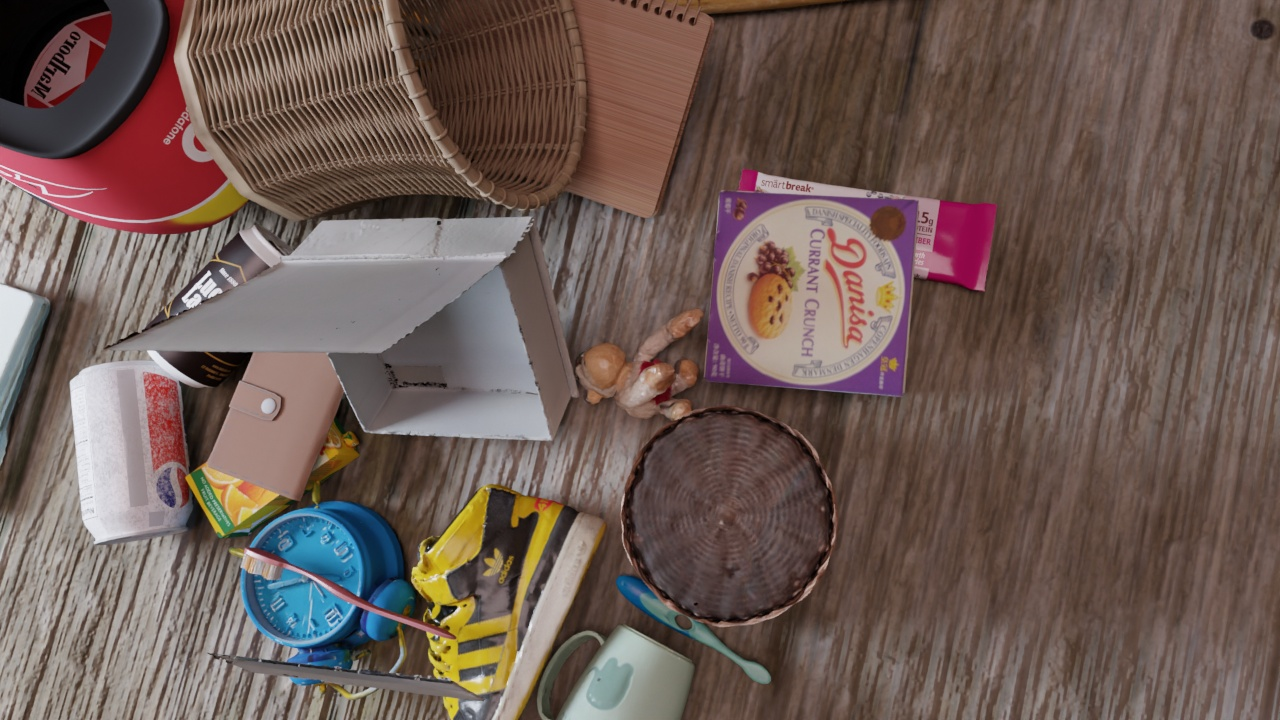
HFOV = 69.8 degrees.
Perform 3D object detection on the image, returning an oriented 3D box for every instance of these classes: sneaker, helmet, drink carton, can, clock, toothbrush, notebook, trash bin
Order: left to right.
[{"bbox_3d":[-0.409,-0.209,0.696,0.271,0.225,0.197,31,85,-2],"label":"helmet"},{"bbox_3d":[-0.405,0.074,0.733,0.078,0.078,0.136,-12,81,6],"label":"can"},{"bbox_3d":[-0.331,-0.043,0.742,0.072,0.072,0.128,44,89,11],"label":"can"},{"bbox_3d":[-0.291,0.083,0.736,0.122,0.041,0.058,-35,79,1],"label":"drink carton"},{"bbox_3d":[-0.235,0.179,0.703,0.117,0.060,0.161,-40,74,0],"label":"clock"},{"bbox_3d":[-0.210,0.168,0.652,0.184,0.015,0.015,15,86,19],"label":"toothbrush"},{"bbox_3d":[-0.126,0.202,0.672,0.122,0.086,0.238,26,82,4],"label":"sneaker"},{"bbox_3d":[-0.062,-0.226,0.725,0.210,0.022,0.169,21,108,10],"label":"notebook"},{"bbox_3d":[0.039,0.201,0.689,0.135,0.017,0.022,31,88,13],"label":"toothbrush"},{"bbox_3d":[0.057,0.105,0.599,0.151,0.210,0.151,-1,82,8],"label":"trash bin"}]

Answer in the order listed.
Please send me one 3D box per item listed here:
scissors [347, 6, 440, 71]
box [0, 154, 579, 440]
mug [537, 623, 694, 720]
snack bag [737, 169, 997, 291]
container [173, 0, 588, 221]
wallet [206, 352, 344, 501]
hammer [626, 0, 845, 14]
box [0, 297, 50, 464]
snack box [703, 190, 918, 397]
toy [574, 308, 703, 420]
[{"bbox_3d":[-0.246,-0.332,0.799,0.225,0.016,0.226,23,87,12],"label":"scissors"},{"bbox_3d":[-0.173,-0.047,0.544,0.167,0.412,0.149,0,77,15],"label":"box"},{"bbox_3d":[-0.023,0.244,0.662,0.111,0.084,0.104,17,73,35],"label":"mug"},{"bbox_3d":[0.170,-0.103,0.710,0.196,0.016,0.070,11,82,9],"label":"snack bag"},{"bbox_3d":[-0.176,-0.205,0.640,0.196,0.226,0.226,-5,81,25],"label":"container"},{"bbox_3d":[-0.278,0.038,0.710,0.087,0.013,0.121,18,82,14],"label":"wallet"},{"bbox_3d":[0.082,-0.302,0.744,0.331,0.033,0.132,-3,81,7],"label":"hammer"},{"bbox_3d":[-0.568,0.029,0.776,0.085,0.070,0.198,14,82,29],"label":"box"},{"bbox_3d":[0.127,-0.050,0.686,0.148,0.040,0.143,4,92,9],"label":"snack box"},{"bbox_3d":[-0.004,0.004,0.699,0.106,0.074,0.085,-1,49,28],"label":"toy"}]
